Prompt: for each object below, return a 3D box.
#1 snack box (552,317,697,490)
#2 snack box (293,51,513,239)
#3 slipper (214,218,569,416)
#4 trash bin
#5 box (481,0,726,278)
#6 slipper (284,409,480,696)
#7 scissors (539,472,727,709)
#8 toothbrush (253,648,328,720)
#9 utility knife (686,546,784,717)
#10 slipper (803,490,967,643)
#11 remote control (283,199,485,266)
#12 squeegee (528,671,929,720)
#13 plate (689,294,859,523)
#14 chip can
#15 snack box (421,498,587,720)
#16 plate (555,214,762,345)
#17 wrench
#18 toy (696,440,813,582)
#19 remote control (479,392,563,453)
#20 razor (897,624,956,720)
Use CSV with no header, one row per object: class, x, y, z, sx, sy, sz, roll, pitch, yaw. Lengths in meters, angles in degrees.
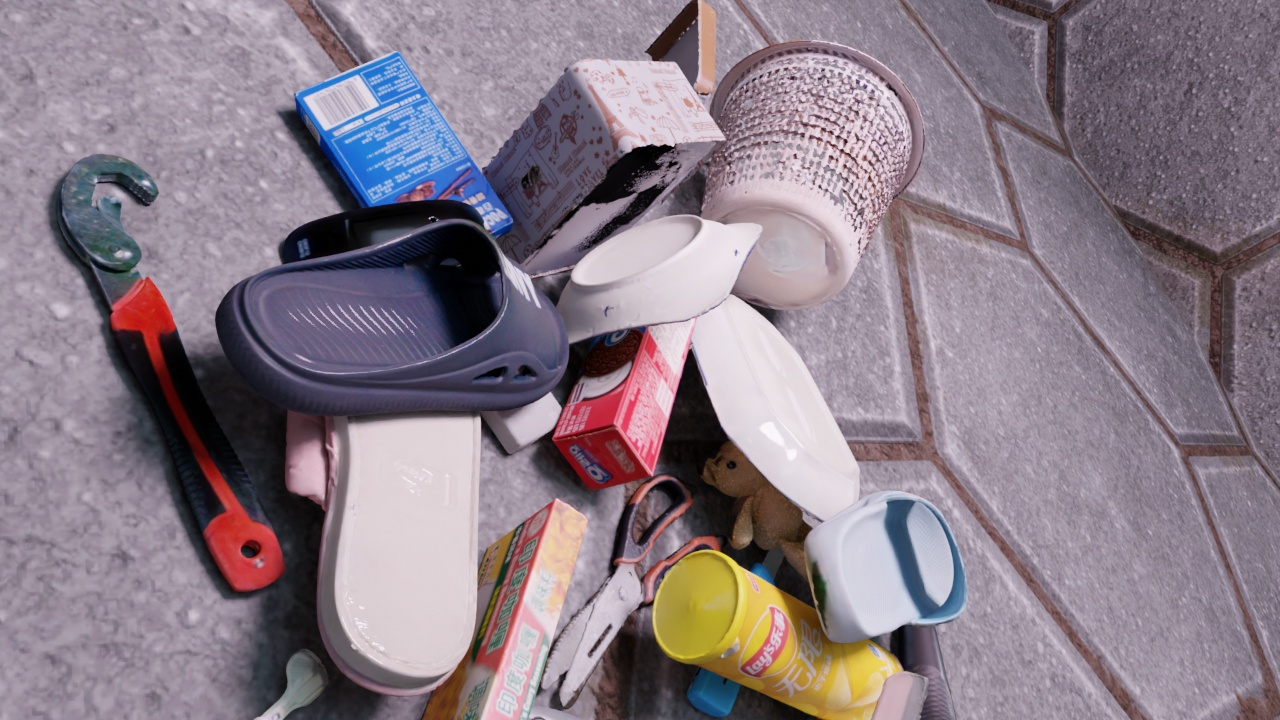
snack box,-0.004,0.004,0.706,0.058,0.057,0.206,57,32,-29
snack box,-0.170,-0.140,0.662,0.084,0.026,0.157,-32,85,-22
slipper,-0.114,-0.029,0.549,0.110,0.083,0.267,54,27,15
trash bin,0.153,-0.166,0.911,0.227,0.228,0.191,37,53,-19
box,-0.019,-0.178,0.752,0.125,0.179,0.272,44,39,-10
slipper,-0.147,0.063,0.528,0.114,0.055,0.274,24,36,-37
scissors,0.003,0.162,0.636,0.196,0.015,0.205,23,46,-33
toothbrush,-0.208,0.196,0.392,0.189,0.020,0.029,-42,126,-51
utility knife,0.085,0.185,0.701,0.034,0.018,0.215,47,37,-5
slipper,0.192,0.145,0.665,0.245,0.074,0.104,6,70,-56
remote control,-0.166,-0.081,0.611,0.136,0.024,0.053,-15,77,-25
squeegee,0.033,0.263,0.555,0.249,0.040,0.247,28,70,-11
plate,0.113,0.026,0.775,0.162,0.034,0.265,34,24,-30
chip can,0.101,0.199,0.633,0.213,0.072,0.072,35,40,-37
snack box,-0.078,0.156,0.508,0.027,0.077,0.155,37,40,-18
plate,0.003,-0.071,0.704,0.034,0.165,0.163,65,32,-24
wrench,-0.258,0.000,0.500,0.056,0.016,0.273,-11,68,-49
toy,0.115,0.124,0.727,0.157,0.066,0.104,45,42,15
remote control,-0.109,-0.001,0.648,0.135,0.019,0.056,54,38,3
razor,0.236,0.282,0.757,0.167,0.062,0.068,-80,152,-50
